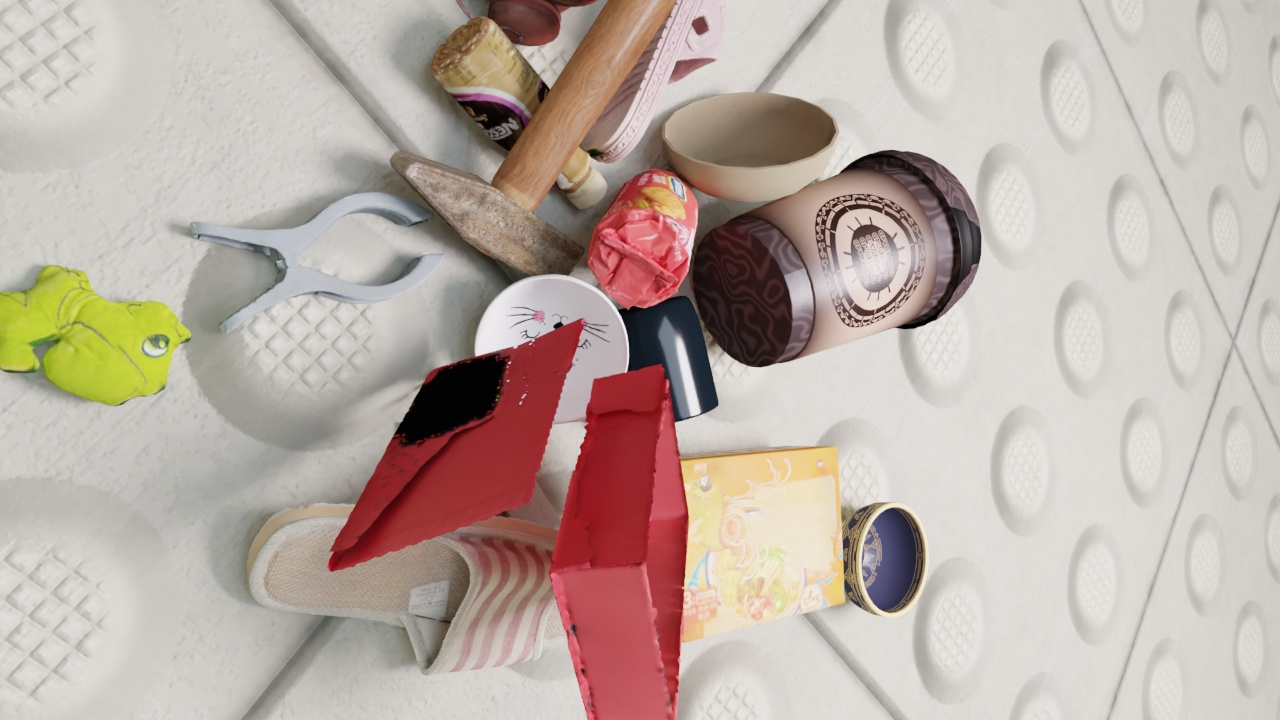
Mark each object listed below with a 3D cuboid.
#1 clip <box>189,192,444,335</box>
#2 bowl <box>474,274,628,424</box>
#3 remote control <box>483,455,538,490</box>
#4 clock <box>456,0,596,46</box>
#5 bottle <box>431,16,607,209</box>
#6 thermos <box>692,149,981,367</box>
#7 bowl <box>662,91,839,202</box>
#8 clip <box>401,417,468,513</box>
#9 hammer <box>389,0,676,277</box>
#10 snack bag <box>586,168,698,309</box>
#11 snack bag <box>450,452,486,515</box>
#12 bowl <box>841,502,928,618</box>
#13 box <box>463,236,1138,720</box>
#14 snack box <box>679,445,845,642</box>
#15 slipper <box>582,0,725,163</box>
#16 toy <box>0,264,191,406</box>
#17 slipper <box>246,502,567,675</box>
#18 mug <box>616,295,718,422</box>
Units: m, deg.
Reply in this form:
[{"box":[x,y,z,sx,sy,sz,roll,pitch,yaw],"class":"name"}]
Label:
[{"box":[-0.216,-0.087,0.620,0.162,0.028,0.112,-21,99,-38],"class":"clip"},{"box":[-0.065,-0.013,0.698,0.115,0.050,0.115,0,108,0],"class":"bowl"},{"box":[-0.079,0.131,0.721,0.033,0.012,0.131,-40,111,-30],"class":"remote control"},{"box":[-0.086,-0.315,0.706,0.120,0.072,0.157,50,59,-24],"class":"clock"},{"box":[-0.086,-0.183,0.709,0.166,0.060,0.059,45,61,-37],"class":"bottle"},{"box":[0.175,-0.089,0.844,0.225,0.173,0.173,-21,100,-31],"class":"thermos"},{"box":[0.095,-0.181,0.807,0.152,0.152,0.050,-37,140,-34],"class":"bowl"},{"box":[-0.148,0.093,0.651,0.056,0.056,0.102,-4,89,-6],"class":"clip"},{"box":[-0.040,-0.210,0.660,0.157,0.037,0.301,30,96,-43],"class":"hammer"},{"box":[0.006,-0.098,0.729,0.082,0.082,0.176,62,17,-17],"class":"snack bag"},{"box":[-0.126,0.118,0.678,0.026,0.020,0.099,-4,89,-12],"class":"snack bag"},{"box":[0.233,0.198,0.929,0.112,0.061,0.112,3,85,-38],"class":"bowl"},{"box":[0.090,0.077,0.573,0.216,0.352,0.198,-82,160,-62],"class":"box"},{"box":[0.083,0.152,0.803,0.195,0.081,0.145,0,87,-37],"class":"snack box"},{"box":[0.025,-0.263,0.777,0.064,0.094,0.239,30,72,-29],"class":"slipper"},{"box":[-0.318,-0.014,0.531,0.094,0.036,0.093,-39,103,-34],"class":"toy"},{"box":[-0.133,0.161,0.631,0.262,0.052,0.115,19,110,-32],"class":"slipper"},{"box":[-0.004,0.004,0.753,0.121,0.085,0.094,-14,95,-8],"class":"mug"}]
